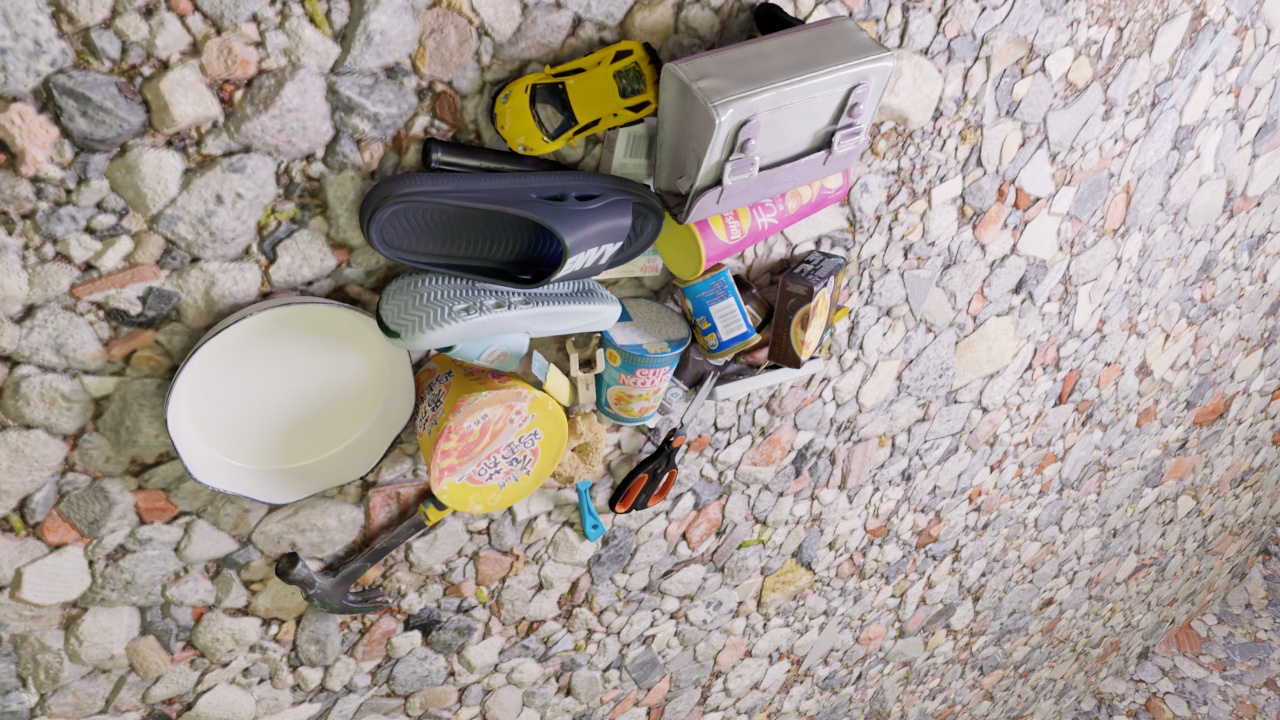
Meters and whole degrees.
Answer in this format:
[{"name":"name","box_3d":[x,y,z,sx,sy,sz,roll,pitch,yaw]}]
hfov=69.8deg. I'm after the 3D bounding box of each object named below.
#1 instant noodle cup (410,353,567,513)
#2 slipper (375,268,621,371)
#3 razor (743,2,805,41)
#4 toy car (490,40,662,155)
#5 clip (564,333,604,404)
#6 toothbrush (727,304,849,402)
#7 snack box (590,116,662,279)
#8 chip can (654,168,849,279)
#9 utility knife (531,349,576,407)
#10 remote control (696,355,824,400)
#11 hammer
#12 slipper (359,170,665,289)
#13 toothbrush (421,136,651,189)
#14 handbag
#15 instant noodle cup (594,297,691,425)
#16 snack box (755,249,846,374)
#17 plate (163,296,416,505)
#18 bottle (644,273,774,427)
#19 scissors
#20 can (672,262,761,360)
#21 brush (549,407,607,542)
[{"name":"instant noodle cup","box_3d":[-0.154,0.058,0.873,0.137,0.110,0.138,-19,130,-24]},{"name":"slipper","box_3d":[-0.126,-0.038,0.835,0.244,0.104,0.074,-6,125,-40]},{"name":"razor","box_3d":[0.099,-0.254,0.877,0.168,0.062,0.067,-59,165,21]},{"name":"toy car","box_3d":[-0.051,-0.221,0.780,0.155,0.041,0.071,-24,108,-17]},{"name":"clip","box_3d":[-0.057,0.006,0.919,0.034,0.071,0.100,-9,158,-10]},{"name":"toothbrush","box_3d":[0.181,-0.010,1.133,0.191,0.018,0.016,-38,133,-4]},{"name":"snack box","box_3d":[-0.004,-0.155,0.885,0.084,0.027,0.157,-6,124,-33]},{"name":"chip can","box_3d":[0.115,-0.153,0.919,0.210,0.071,0.071,-29,134,-28]},{"name":"utility knife","box_3d":[-0.081,0.019,0.884,0.211,0.022,0.031,87,13,-80]},{"name":"remote control","box_3d":[0.142,0.019,1.083,0.149,0.058,0.021,-15,96,-17]},{"name":"hammer","box_3d":[-0.208,0.149,0.956,0.323,0.032,0.126,-38,135,-8]},{"name":"slipper","box_3d":[-0.101,-0.099,0.789,0.267,0.083,0.111,-1,141,-24]},{"name":"toothbrush","box_3d":[-0.085,-0.164,0.804,0.212,0.026,0.027,4,125,-30]},{"name":"handbag","box_3d":[0.115,-0.209,0.821,0.196,0.098,0.145,-22,150,-21]},{"name":"instant noodle cup","box_3d":[-0.006,0.006,0.960,0.099,0.099,0.110,-12,134,-29]},{"name":"snack box","box_3d":[0.185,-0.051,1.050,0.113,0.053,0.126,-38,140,-52]},{"name":"plate","box_3d":[-0.300,0.032,0.796,0.204,0.045,0.205,-19,131,-24]},{"name":"bottle","box_3d":[0.066,-0.006,1.032,0.195,0.044,0.080,-47,137,3]},{"name":"scissors","box_3d":[0.044,0.097,1.083,0.235,0.021,0.141,-48,147,13]},{"name":"can","box_3d":[0.075,-0.053,0.940,0.057,0.102,0.083,-25,100,-1]},{"name":"brush","box_3d":[-0.065,0.140,1.030,0.083,0.046,0.255,-37,149,-20]}]
